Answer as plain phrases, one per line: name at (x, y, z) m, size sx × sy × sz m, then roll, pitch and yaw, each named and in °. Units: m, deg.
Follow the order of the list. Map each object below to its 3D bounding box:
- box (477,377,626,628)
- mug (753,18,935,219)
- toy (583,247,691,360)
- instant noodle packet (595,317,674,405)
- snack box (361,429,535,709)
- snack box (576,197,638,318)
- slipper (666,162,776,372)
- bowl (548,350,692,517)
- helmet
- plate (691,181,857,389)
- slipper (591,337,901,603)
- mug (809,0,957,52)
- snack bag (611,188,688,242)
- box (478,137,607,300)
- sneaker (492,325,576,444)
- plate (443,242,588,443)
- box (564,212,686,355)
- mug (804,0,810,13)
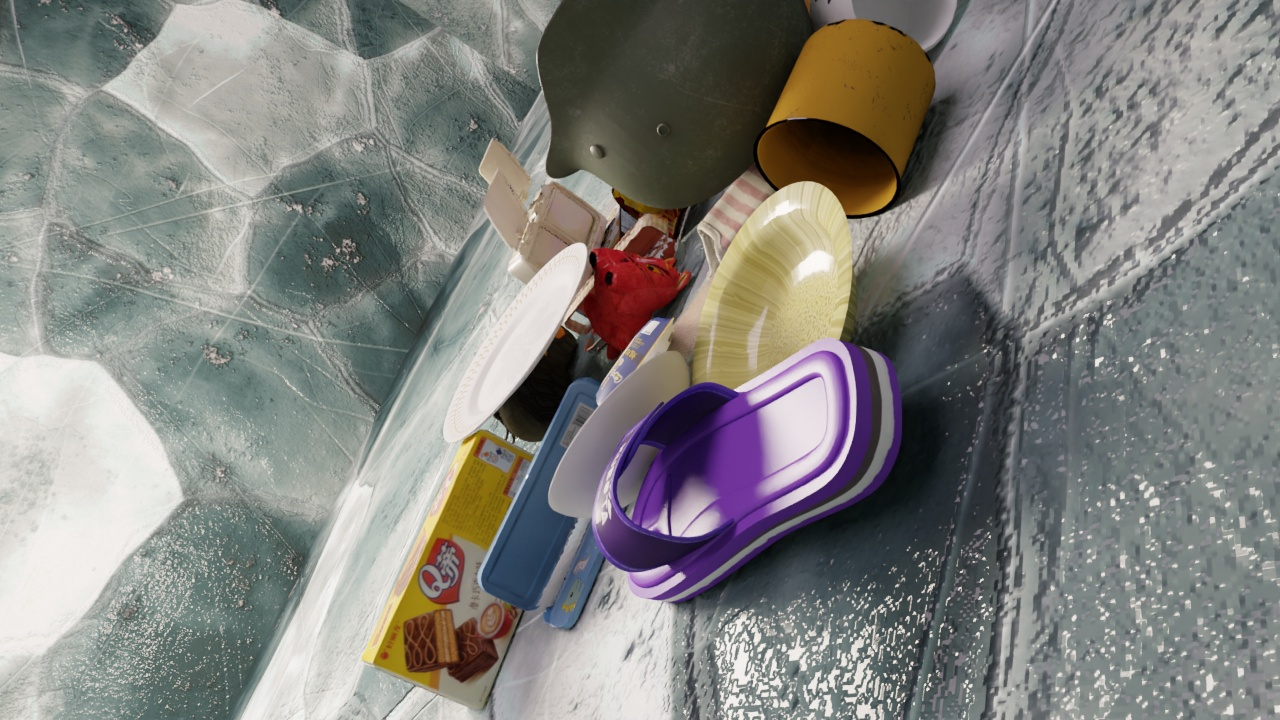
box at (-0.058, 0.113, 0.773) m, size 0.086 × 0.073 × 0.208 m, roll -12°, pitch 51°, yaw 61°
mug at (0.136, -0.162, 0.635) m, size 0.094 × 0.100 × 0.124 m, roll -65°, pitch 14°, yaw -20°
toy at (-0.002, -0.049, 0.920) m, size 0.088 × 0.094 × 0.133 m, roll 58°, pitch 147°, yaw 40°
instant noodle packet at (-0.004, 0.004, 0.722) m, size 0.087 × 0.026 × 0.134 m, roll -54°, pitch 3°, yaw -1°
snack box at (-0.157, 0.190, 0.855) m, size 0.062 × 0.110 × 0.229 m, roll -28°, pitch 37°, yaw 60°
snack box at (-0.042, -0.138, 1.170) m, size 0.101 × 0.031 × 0.185 m, roll -51°, pitch 20°, yaw 25°
slipper at (0.074, -0.087, 0.760) m, size 0.263 × 0.052 × 0.115 m, roll -57°, pitch 20°, yaw 9°
bowl at (-0.002, 0.065, 0.679) m, size 0.149 × 0.043 × 0.150 m, roll -45°, pitch -19°, yaw -21°
helmet at (0.038, -0.214, 0.718) m, size 0.269 × 0.154 × 0.226 m, roll -49°, pitch -5°, yaw 36°
plate at (0.094, -0.022, 0.600) m, size 0.185 × 0.036 × 0.184 m, roll -49°, pitch 33°, yaw 48°
slipper at (0.030, 0.064, 0.534) m, size 0.267 × 0.084 × 0.107 m, roll -43°, pitch 38°, yaw 53°
mug at (0.175, -0.257, 0.685) m, size 0.115 × 0.094 × 0.068 m, roll -68°, pitch 17°, yaw 2°
snack bag at (0.037, -0.244, 1.000) m, size 0.067 × 0.139 × 0.207 m, roll -2°, pitch 56°, yaw 33°
box at (-0.121, -0.165, 1.086) m, size 0.058 × 0.187 × 0.144 m, roll -20°, pitch 44°, yaw 39°
sneaker at (-0.152, 0.043, 1.074) m, size 0.143 × 0.101 × 0.237 m, roll -49°, pitch 16°, yaw 20°
plate at (-0.123, -0.017, 0.934) m, size 0.243 × 0.016 × 0.242 m, roll -46°, pitch 21°, yaw 23°
box at (-0.023, -0.078, 1.000) m, size 0.188 × 0.056 × 0.070 m, roll -47°, pitch 54°, yaw 39°
mug at (0.174, -0.403, 0.949) m, size 0.098 × 0.082 × 0.117 m, roll -48°, pitch -6°, yaw 33°
